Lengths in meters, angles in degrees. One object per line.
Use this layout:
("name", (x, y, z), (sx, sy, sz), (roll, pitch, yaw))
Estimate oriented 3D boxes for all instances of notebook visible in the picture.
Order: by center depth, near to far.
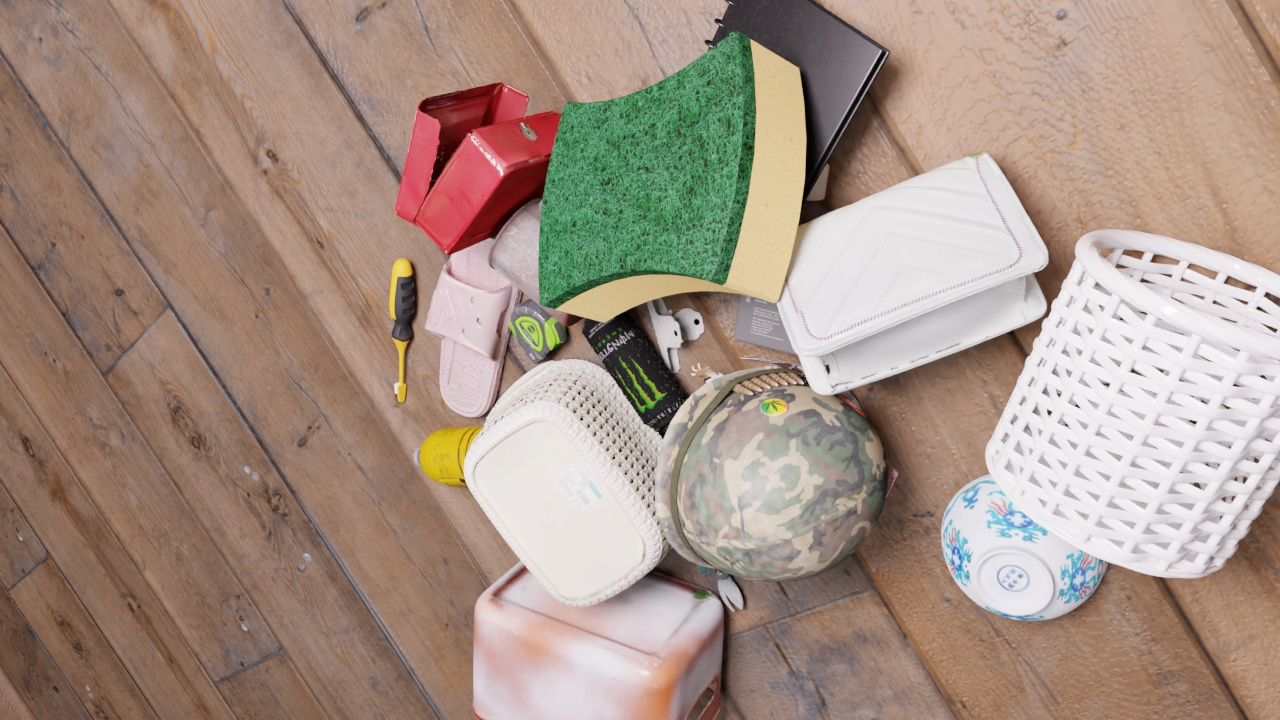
("notebook", (0.094, -0.203, 0.803), (0.169, 0.019, 0.232), (48, 127, 30))

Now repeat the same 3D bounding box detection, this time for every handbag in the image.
("handbag", (0.205, -0.070, 0.736), (0.199, 0.096, 0.141), (-21, 55, 14))

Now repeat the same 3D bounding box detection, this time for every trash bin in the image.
("trash bin", (-0.045, 0.328, 1.032), (0.260, 0.181, 0.157), (14, 114, 25))

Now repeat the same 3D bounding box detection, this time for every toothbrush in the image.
("toothbrush", (-0.290, -0.033, 1.115), (0.031, 0.031, 0.197), (30, 126, 32))

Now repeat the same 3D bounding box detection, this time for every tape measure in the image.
("tape measure", (-0.111, -0.037, 1.009), (0.059, 0.035, 0.065), (-33, 95, 43))

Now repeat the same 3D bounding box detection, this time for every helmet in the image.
("helmet", (0.118, 0.101, 0.845), (0.237, 0.223, 0.193), (4, 119, 54))

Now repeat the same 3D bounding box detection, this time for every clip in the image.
("clip", (0.036, -0.034, 0.939), (0.054, 0.040, 0.101), (0, 111, 50))

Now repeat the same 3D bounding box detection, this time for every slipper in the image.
("slipper", (-0.198, -0.034, 1.041), (0.094, 0.064, 0.240), (25, 121, 19))

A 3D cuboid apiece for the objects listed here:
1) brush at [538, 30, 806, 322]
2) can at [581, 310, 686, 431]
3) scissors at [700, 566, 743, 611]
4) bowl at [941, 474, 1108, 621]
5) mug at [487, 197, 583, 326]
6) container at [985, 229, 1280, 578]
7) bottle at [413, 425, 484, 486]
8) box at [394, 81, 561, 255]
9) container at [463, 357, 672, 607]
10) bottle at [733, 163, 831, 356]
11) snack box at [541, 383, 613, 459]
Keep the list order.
("brush", (0.018, -0.142, 0.781), (0.251, 0.075, 0.195), (-3, 77, 49))
("can", (-0.006, 0.006, 0.946), (0.054, 0.053, 0.137), (-40, 81, 34))
("scissors", (0.080, 0.203, 1.007), (0.130, 0.019, 0.151), (29, 120, 17))
("bowl", (0.337, 0.180, 0.821), (0.144, 0.074, 0.144), (11, 114, 25))
("mug", (-0.081, -0.110, 0.927), (0.110, 0.096, 0.123), (36, 131, 5))
("container", (0.377, 0.027, 0.669), (0.189, 0.188, 0.187), (24, 120, 19))
("bottle", (-0.203, 0.115, 1.098), (0.164, 0.070, 0.071), (-5, 107, 31))
("box", (-0.145, -0.182, 0.898), (0.117, 0.157, 0.136), (33, 123, 8))
("container", (-0.065, 0.130, 0.953), (0.185, 0.143, 0.251), (-36, 94, 17))
("bottle", (0.141, -0.095, 0.837), (0.084, 0.046, 0.174), (16, 116, 23))
("snack box", (-0.072, 0.094, 1.044), (0.080, 0.025, 0.148), (12, 115, 25))
